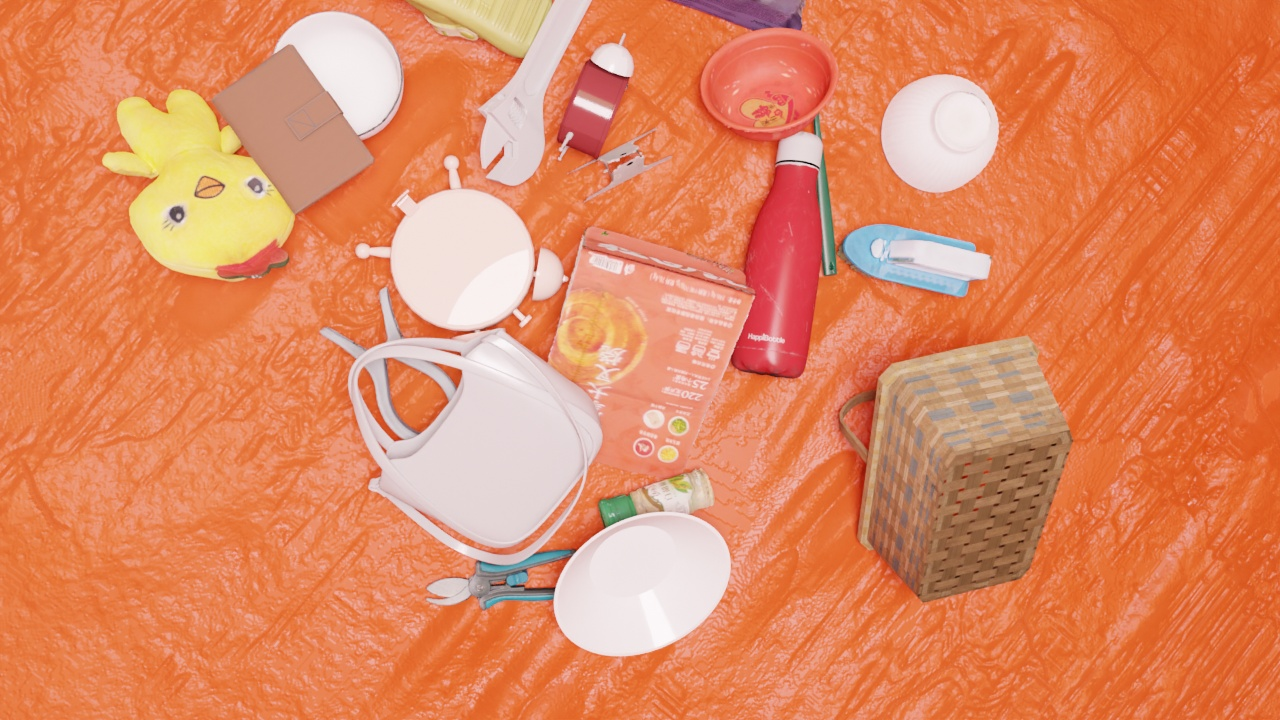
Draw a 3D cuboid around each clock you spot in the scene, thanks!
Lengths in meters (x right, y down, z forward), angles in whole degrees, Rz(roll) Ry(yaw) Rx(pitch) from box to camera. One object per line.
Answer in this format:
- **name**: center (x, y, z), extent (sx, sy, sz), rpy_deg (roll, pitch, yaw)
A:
- **clock**: center (-0.162, -0.091, 0.852), extent (0.131, 0.086, 0.160), rpy_deg (-46, 103, -4)
- **clock**: center (-0.040, -0.245, 0.858), extent (0.044, 0.087, 0.124), rpy_deg (22, 92, -7)

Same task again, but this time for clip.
- **clip**: center (-0.019, -0.193, 0.885), extent (0.102, 0.054, 0.057), rpy_deg (-29, 59, -6)
- **clip**: center (-0.239, 0.024, 0.869), extent (0.106, 0.028, 0.163), rpy_deg (-31, 95, -6)

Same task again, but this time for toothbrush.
- **toothbrush**: center (0.181, -0.180, 0.925), extent (0.016, 0.017, 0.190), rpy_deg (-7, 94, -15)

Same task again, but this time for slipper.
- **slipper**: center (-0.168, -0.345, 0.845), extent (0.190, 0.082, 0.091), rpy_deg (23, 81, -34)

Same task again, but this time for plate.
- **plate**: center (-0.001, 0.206, 0.881), extent (0.173, 0.036, 0.174), rpy_deg (-8, 120, -15)

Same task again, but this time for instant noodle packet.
- **instant noodle packet**: center (-0.005, 0.005, 0.869), extent (0.164, 0.084, 0.221), rpy_deg (15, 109, -8)

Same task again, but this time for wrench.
- **wrench**: center (-0.081, -0.290, 0.869), extent (0.018, 0.086, 0.273), rpy_deg (19, 78, 30)

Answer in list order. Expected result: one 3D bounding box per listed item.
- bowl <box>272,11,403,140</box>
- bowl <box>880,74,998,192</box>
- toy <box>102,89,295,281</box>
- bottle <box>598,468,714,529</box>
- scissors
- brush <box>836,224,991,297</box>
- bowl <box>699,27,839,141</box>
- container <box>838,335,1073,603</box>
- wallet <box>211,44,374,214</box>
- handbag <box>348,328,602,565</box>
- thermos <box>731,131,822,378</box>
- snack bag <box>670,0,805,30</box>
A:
- **bowl**: center (-0.271, -0.252, 0.837), extent (0.113, 0.063, 0.113), rpy_deg (0, 93, -7)
- **bowl**: center (0.308, -0.231, 0.916), extent (0.118, 0.062, 0.118), rpy_deg (0, 92, -8)
- **toy**: center (-0.388, -0.152, 0.814), extent (0.133, 0.092, 0.207), rpy_deg (-26, 87, -29)
- **bottle**: center (0.016, 0.140, 0.899), extent (0.111, 0.043, 0.043), rpy_deg (-17, 94, -7)
- **scissors**: center (-0.128, 0.212, 0.894), extent (0.131, 0.019, 0.149), rpy_deg (38, 88, -5)
- **brush**: center (0.267, -0.103, 0.909), extent (0.136, 0.075, 0.055), rpy_deg (11, 89, -8)
- **bowl**: center (0.125, -0.257, 0.883), extent (0.130, 0.045, 0.130), rpy_deg (-5, 61, 10)
- **container**: center (0.288, 0.085, 0.876), extent (0.157, 0.186, 0.250), rpy_deg (-11, 131, -7)
- **wallet**: center (-0.301, -0.200, 0.797), extent (0.087, 0.013, 0.121), rpy_deg (-35, 97, -1)
- **handbag**: center (-0.165, 0.072, 0.821), extent (0.222, 0.095, 0.216), rpy_deg (33, 104, -21)
- **thermos**: center (0.140, -0.104, 0.893), extent (0.073, 0.073, 0.240), rpy_deg (9, 88, -8)
- **snack bag**: center (0.071, -0.389, 0.882), extent (0.205, 0.058, 0.096), rpy_deg (15, 90, -9)
